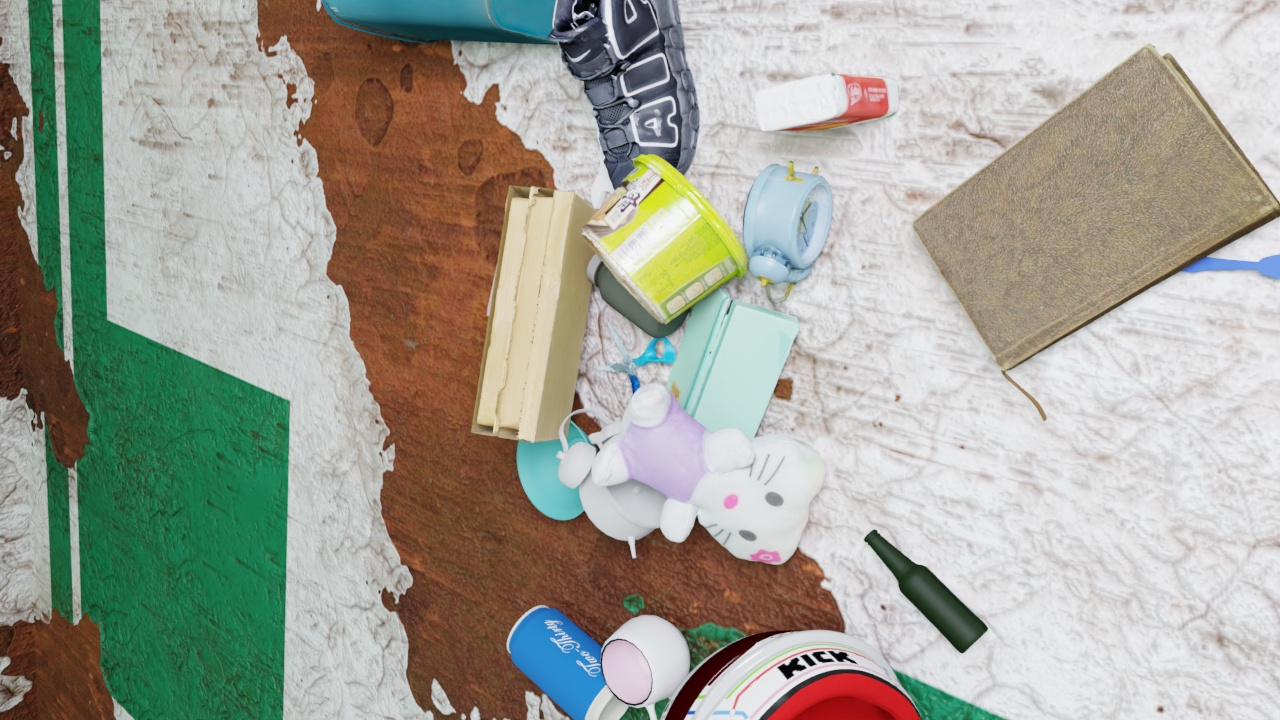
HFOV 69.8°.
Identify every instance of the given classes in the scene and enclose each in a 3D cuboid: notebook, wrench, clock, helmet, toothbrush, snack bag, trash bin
[{"bbox_3d":[0.331,-0.087,0.674,0.216,0.034,0.190,-38,68,36],"label":"notebook"},{"bbox_3d":[-0.038,-0.289,0.973,0.047,0.009,0.273,3,98,39],"label":"wrench"},{"bbox_3d":[0.129,-0.112,0.811,0.052,0.088,0.124,16,104,30],"label":"clock"},{"bbox_3d":[0.120,0.362,0.791,0.236,0.230,0.314,-162,64,-73],"label":"helmet"},{"bbox_3d":[0.375,-0.072,0.667,0.187,0.011,0.016,8,101,41],"label":"toothbrush"},{"bbox_3d":[0.155,-0.213,0.759,0.077,0.115,0.036,-1,101,40],"label":"snack bag"},{"bbox_3d":[-0.021,0.115,0.949,0.159,0.119,0.061,53,130,8],"label":"clock"},{"bbox_3d":[-0.185,-0.430,0.968,0.219,0.198,0.197,20,108,29],"label":"trash bin"}]

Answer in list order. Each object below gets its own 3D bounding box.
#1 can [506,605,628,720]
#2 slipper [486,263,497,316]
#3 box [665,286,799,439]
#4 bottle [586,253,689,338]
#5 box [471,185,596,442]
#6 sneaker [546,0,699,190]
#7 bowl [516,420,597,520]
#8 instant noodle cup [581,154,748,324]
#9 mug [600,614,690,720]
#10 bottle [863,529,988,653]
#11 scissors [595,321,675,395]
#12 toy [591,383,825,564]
[{"bbox_3d":[-0.080,0.351,1.050,0.146,0.078,0.079,31,114,32],"label":"can"},{"bbox_3d":[-0.129,-0.048,1.052,0.107,0.055,0.222,10,103,36],"label":"slipper"},{"bbox_3d":[0.078,0.022,0.909,0.112,0.078,0.187,51,128,58],"label":"box"},{"bbox_3d":[-0.004,-0.072,0.943,0.108,0.060,0.060,38,118,29],"label":"bottle"},{"bbox_3d":[-0.111,-0.044,0.947,0.092,0.128,0.249,8,90,14],"label":"box"},{"bbox_3d":[-0.027,-0.270,0.876,0.097,0.150,0.252,-2,97,39],"label":"sneaker"},{"bbox_3d":[-0.082,0.116,1.041,0.121,0.046,0.121,6,100,39],"label":"bowl"},{"bbox_3d":[0.018,-0.106,0.844,0.098,0.146,0.146,-43,65,0],"label":"instant noodle cup"},{"bbox_3d":[0.015,0.333,0.972,0.090,0.076,0.124,-29,77,38],"label":"mug"},{"bbox_3d":[0.243,0.196,0.795,0.123,0.033,0.033,46,122,26],"label":"bottle"},{"bbox_3d":[-0.008,0.016,0.980,0.128,0.014,0.127,-2,92,47],"label":"scissors"},{"bbox_3d":[0.066,0.107,0.855,0.209,0.085,0.138,27,111,-8],"label":"toy"}]
